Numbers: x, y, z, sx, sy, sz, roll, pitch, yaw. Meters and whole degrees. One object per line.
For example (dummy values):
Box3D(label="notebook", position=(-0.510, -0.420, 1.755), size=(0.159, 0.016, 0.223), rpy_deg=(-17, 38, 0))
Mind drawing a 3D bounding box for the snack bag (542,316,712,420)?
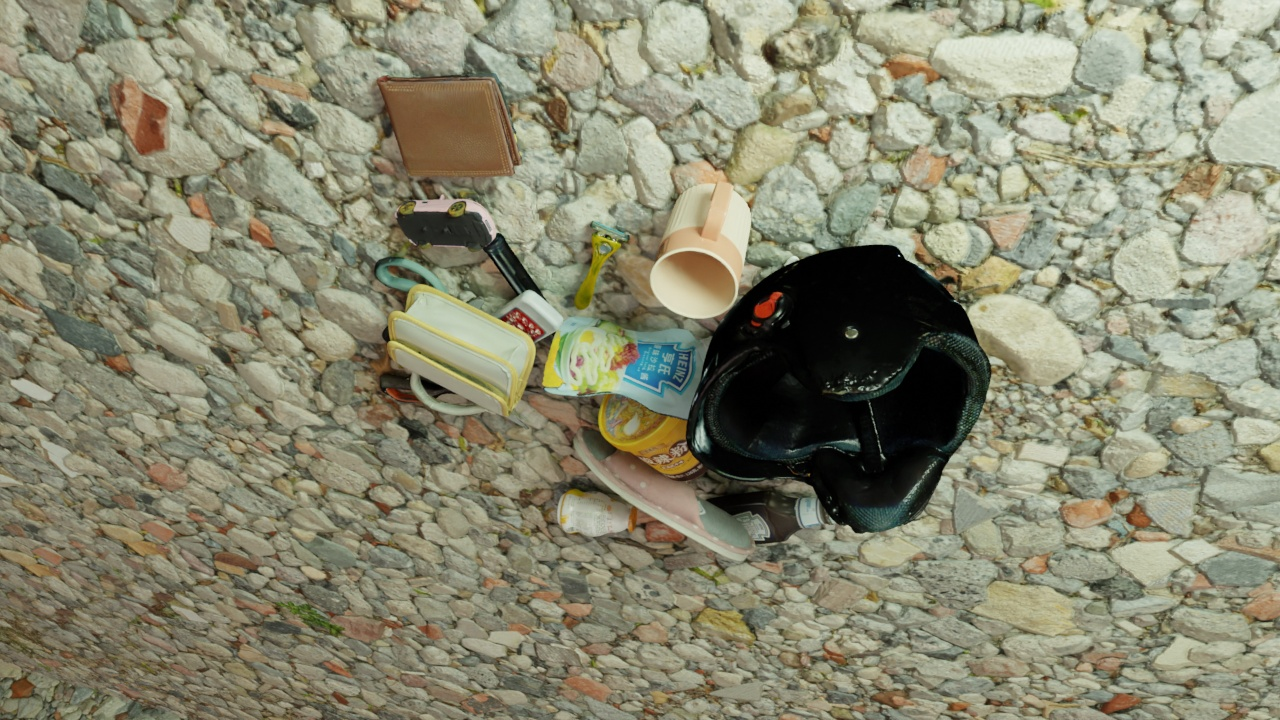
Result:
Box3D(label="snack bag", position=(-0.006, 0.006, 1.012), size=(0.191, 0.110, 0.039), rpy_deg=(8, 142, 11))

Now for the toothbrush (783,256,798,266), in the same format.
Box3D(label="toothbrush", position=(0.138, -0.044, 0.980), size=(0.016, 0.016, 0.181), rpy_deg=(15, 138, -1))

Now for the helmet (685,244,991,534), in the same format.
Box3D(label="helmet", position=(0.177, 0.014, 0.855), size=(0.275, 0.229, 0.234), rpy_deg=(-10, 135, 13))

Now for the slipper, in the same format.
Box3D(label="slipper", position=(0.037, 0.159, 1.156), size=(0.274, 0.114, 0.054), rpy_deg=(35, 106, -7))

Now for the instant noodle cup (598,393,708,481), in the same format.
Box3D(label="instant noodle cup", position=(0.030, 0.075, 1.076), size=(0.119, 0.118, 0.114), rpy_deg=(-17, 136, 32))

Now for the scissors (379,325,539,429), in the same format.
Box3D(label="scissors", position=(-0.247, 0.026, 1.178), size=(0.221, 0.021, 0.228), rpy_deg=(-9, 132, 27))

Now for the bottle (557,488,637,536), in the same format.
Box3D(label="bottle", position=(-0.060, 0.217, 1.291), size=(0.108, 0.063, 0.063), rpy_deg=(6, 137, 13))

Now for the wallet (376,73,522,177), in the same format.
Box3D(label="wallet", position=(-0.183, -0.226, 0.881), size=(0.125, 0.032, 0.101), rpy_deg=(3, 134, 15))

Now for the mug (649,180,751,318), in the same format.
Box3D(label="mug", position=(0.062, -0.116, 0.860), size=(0.081, 0.105, 0.115), rpy_deg=(16, 138, 1))

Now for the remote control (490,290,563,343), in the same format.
Box3D(label="remote control", position=(-0.136, -0.041, 1.041), size=(0.056, 0.020, 0.136), rpy_deg=(42, 151, -16))

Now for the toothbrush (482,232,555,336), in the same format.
Box3D(label="toothbrush", position=(-0.114, -0.057, 1.042), size=(0.027, 0.026, 0.213), rpy_deg=(-26, 127, 7))

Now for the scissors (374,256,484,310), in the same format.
Box3D(label="scissors", position=(-0.251, -0.048, 1.083), size=(0.170, 0.019, 0.172), rpy_deg=(39, 134, -8))

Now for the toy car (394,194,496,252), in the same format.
Box3D(label="toy car", position=(-0.205, -0.146, 0.970), size=(0.122, 0.037, 0.056), rpy_deg=(6, 136, 31))

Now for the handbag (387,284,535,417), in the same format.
Box3D(label="handbag", position=(-0.217, 0.015, 1.070), size=(0.163, 0.063, 0.179), rpy_deg=(26, 137, 5))

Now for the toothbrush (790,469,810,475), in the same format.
Box3D(label="toothbrush", position=(0.193, 0.147, 1.165), size=(0.191, 0.018, 0.016), rpy_deg=(1, 134, 17))

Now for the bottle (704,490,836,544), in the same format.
Box3D(label="bottle", position=(0.179, 0.206, 1.216), size=(0.195, 0.043, 0.080), rpy_deg=(-12, 124, 27))

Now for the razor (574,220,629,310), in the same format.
Box3D(label="razor", position=(-0.051, -0.093, 0.984), size=(0.043, 0.028, 0.133), rpy_deg=(19, 140, -8))
